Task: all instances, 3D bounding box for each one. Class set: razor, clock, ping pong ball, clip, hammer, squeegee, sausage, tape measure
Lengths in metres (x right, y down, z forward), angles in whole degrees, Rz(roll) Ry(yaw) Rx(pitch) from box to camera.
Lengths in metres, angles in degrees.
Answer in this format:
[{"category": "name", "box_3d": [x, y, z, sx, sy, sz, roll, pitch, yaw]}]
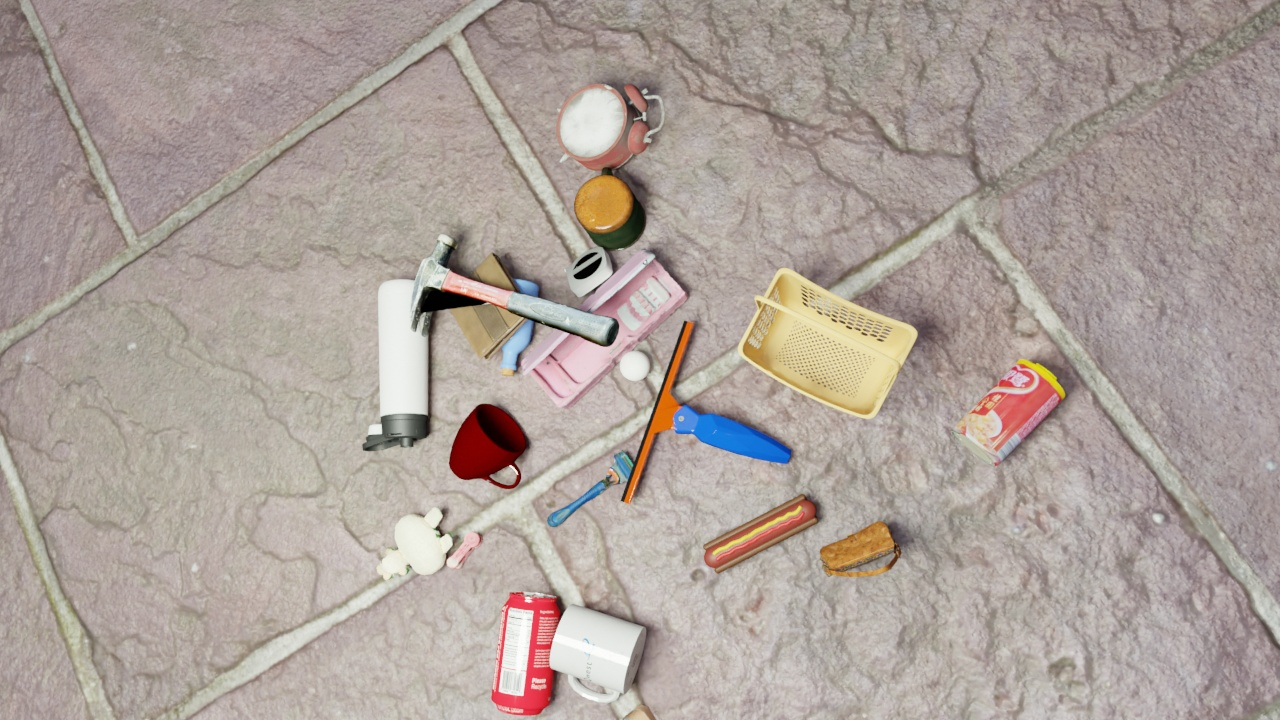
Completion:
[{"category": "razor", "box_3d": [-0.066, 0.175, 1.212, 0.141, 0.018, 0.044, -36, 75, 7]}, {"category": "clock", "box_3d": [-0.037, -0.323, 1.269, 0.157, 0.061, 0.109, -8, 78, 24]}, {"category": "ping pong ball", "box_3d": [-0.007, 0.007, 1.218, 0.040, 0.040, 0.040, -2, 79, 11]}, {"category": "clip", "box_3d": [-0.238, 0.255, 1.227, 0.023, 0.044, 0.060, 37, 103, 12]}, {"category": "hammer", "box_3d": [-0.170, -0.067, 1.186, 0.327, 0.036, 0.140, 18, 82, 30]}, {"category": "squeegee", "box_3d": [0.102, 0.093, 1.173, 0.185, 0.055, 0.249, 19, 84, 4]}, {"category": "sausage", "box_3d": [0.149, 0.217, 1.148, 0.156, 0.040, 0.040, -28, 75, 6]}, {"category": "tape measure", "box_3d": [-0.071, -0.123, 1.251, 0.065, 0.017, 0.064, -32, 41, 12]}]

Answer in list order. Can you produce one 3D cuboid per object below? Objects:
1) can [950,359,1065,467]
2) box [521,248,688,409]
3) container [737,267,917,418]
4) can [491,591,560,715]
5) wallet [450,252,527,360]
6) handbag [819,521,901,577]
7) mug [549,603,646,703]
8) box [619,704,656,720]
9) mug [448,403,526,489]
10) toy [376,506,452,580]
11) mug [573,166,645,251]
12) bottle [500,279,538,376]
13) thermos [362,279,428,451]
[{"category": "can", "box_3d": [0.440, 0.063, 1.099, 0.066, 0.066, 0.124, 44, 91, 16]}, {"category": "box", "box_3d": [-0.057, -0.049, 1.205, 0.232, 0.107, 0.099, -41, 75, 3]}, {"category": "container", "box_3d": [0.222, -0.017, 1.108, 0.183, 0.167, 0.129, 28, 86, 15]}, {"category": "can", "box_3d": [-0.145, 0.370, 1.164, 0.074, 0.074, 0.142, 4, 81, 13]}, {"category": "wallet", "box_3d": [-0.205, -0.072, 1.241, 0.099, 0.027, 0.121, -44, 58, 16]}, {"category": "handbag", "box_3d": [0.253, 0.221, 1.044, 0.093, 0.195, 0.043, -22, 82, 4]}, {"category": "mug", "box_3d": [-0.055, 0.375, 1.149, 0.096, 0.083, 0.120, 14, 111, 14]}, {"category": "box", "box_3d": [0.018, 0.534, 1.090, 0.115, 0.095, 0.217, -39, 75, -1]}, {"category": "mug", "box_3d": [-0.205, 0.128, 1.222, 0.088, 0.087, 0.114, -44, 79, 20]}, {"category": "toy", "box_3d": [-0.299, 0.249, 1.232, 0.112, 0.050, 0.087, -42, 74, 6]}, {"category": "mug", "box_3d": [-0.043, -0.214, 1.244, 0.085, 0.081, 0.111, -6, 79, 11]}, {"category": "bottle", "box_3d": [-0.172, -0.043, 1.258, 0.048, 0.048, 0.131, 6, 81, 13]}, {"category": "thermos", "box_3d": [-0.343, 0.008, 1.280, 0.101, 0.068, 0.229, -7, 79, 24]}]
